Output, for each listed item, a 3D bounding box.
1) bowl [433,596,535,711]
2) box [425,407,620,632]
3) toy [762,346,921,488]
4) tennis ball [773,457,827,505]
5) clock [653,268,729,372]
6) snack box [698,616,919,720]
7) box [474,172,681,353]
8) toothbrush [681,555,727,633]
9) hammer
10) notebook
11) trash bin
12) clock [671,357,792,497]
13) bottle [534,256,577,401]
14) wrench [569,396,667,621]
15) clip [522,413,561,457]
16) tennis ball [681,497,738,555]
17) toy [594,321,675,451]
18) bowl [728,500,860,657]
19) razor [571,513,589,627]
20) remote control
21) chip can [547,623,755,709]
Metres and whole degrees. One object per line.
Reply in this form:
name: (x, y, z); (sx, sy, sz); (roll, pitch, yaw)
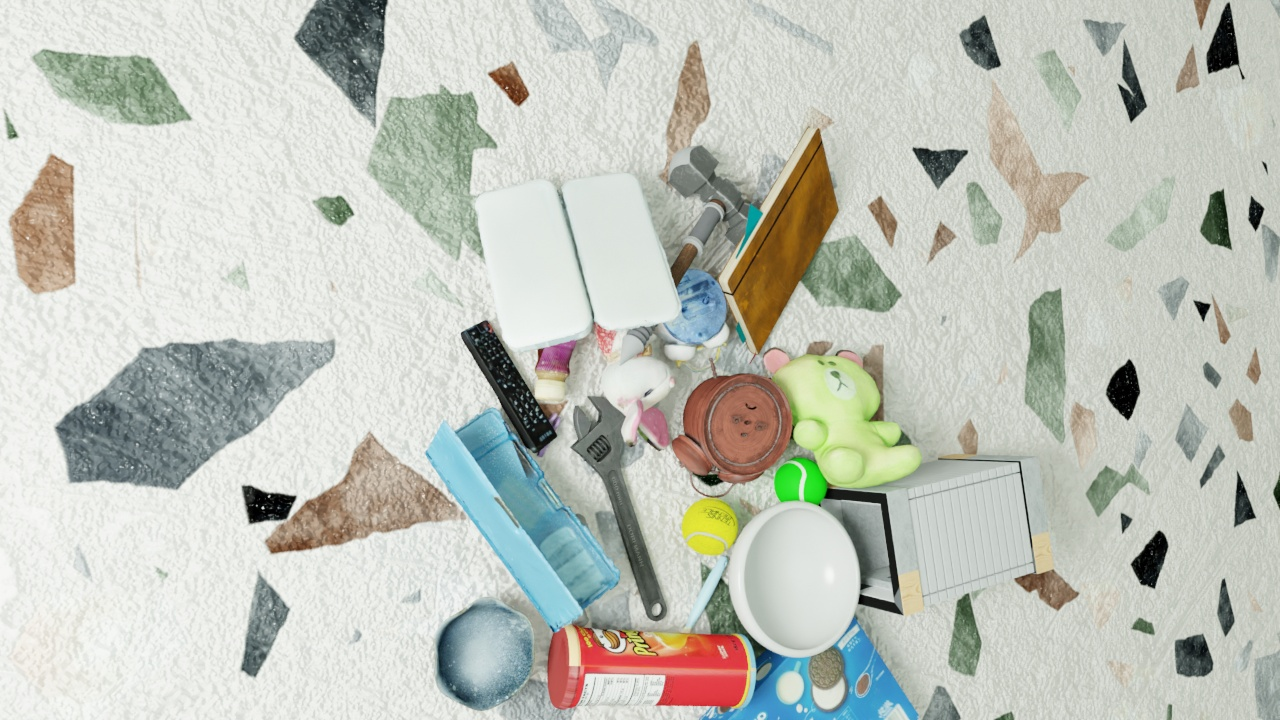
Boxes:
bowl: (-0.166, 0.298, 0.946); (0.110, 0.055, 0.110); (2, 85, -25)
box: (-0.112, 0.148, 0.916); (0.094, 0.112, 0.231); (-33, 81, -25)
toy: (0.238, 0.072, 1.114); (0.150, 0.196, 0.107); (-2, 131, -18)
tennis ball: (0.195, 0.152, 1.124); (0.065, 0.065, 0.065); (2, 85, -26)
clock: (0.058, -0.047, 1.080); (0.088, 0.052, 0.125); (-23, 96, -26)
snack box: (0.205, 0.439, 1.114); (0.238, 0.056, 0.195); (-38, 102, -22)
box: (-0.069, -0.110, 0.961); (0.191, 0.045, 0.209); (-10, 60, -8)
toothbrush: (0.066, 0.300, 1.078); (0.022, 0.016, 0.154); (43, 68, -41)
hammer: (0.044, -0.104, 1.019); (0.156, 0.043, 0.321); (41, 50, -13)
notebook: (0.167, -0.140, 1.102); (0.248, 0.014, 0.178); (-59, 148, -17)
trash bin: (0.369, 0.210, 1.159); (0.246, 0.143, 0.142); (-8, 90, -26)
clock: (0.104, 0.085, 1.074); (0.120, 0.072, 0.157); (18, 88, -23)
bottle: (-0.091, -0.039, 1.003); (0.059, 0.060, 0.166); (9, 82, -25)
wrench: (-0.019, 0.170, 1.048); (0.073, 0.018, 0.273); (-21, 97, -26)
clip: (-0.104, 0.086, 1.016); (0.051, 0.014, 0.043); (-28, 98, -22)
tennis ball: (0.081, 0.193, 1.066); (0.065, 0.065, 0.065); (2, 85, -26)
toy: (-0.006, 0.006, 1.024); (0.084, 0.159, 0.194); (-10, 77, 13)
bowl: (0.171, 0.255, 1.082); (0.176, 0.066, 0.176); (5, 78, -27)
razor: (-0.084, 0.239, 1.001); (0.088, 0.047, 0.116); (-25, 105, -25)
remote control: (-0.143, 0.029, 0.984); (0.150, 0.022, 0.047); (60, 29, -3)
chip can: (0.012, 0.335, 1.000); (0.213, 0.087, 0.087); (8, 83, -19)
